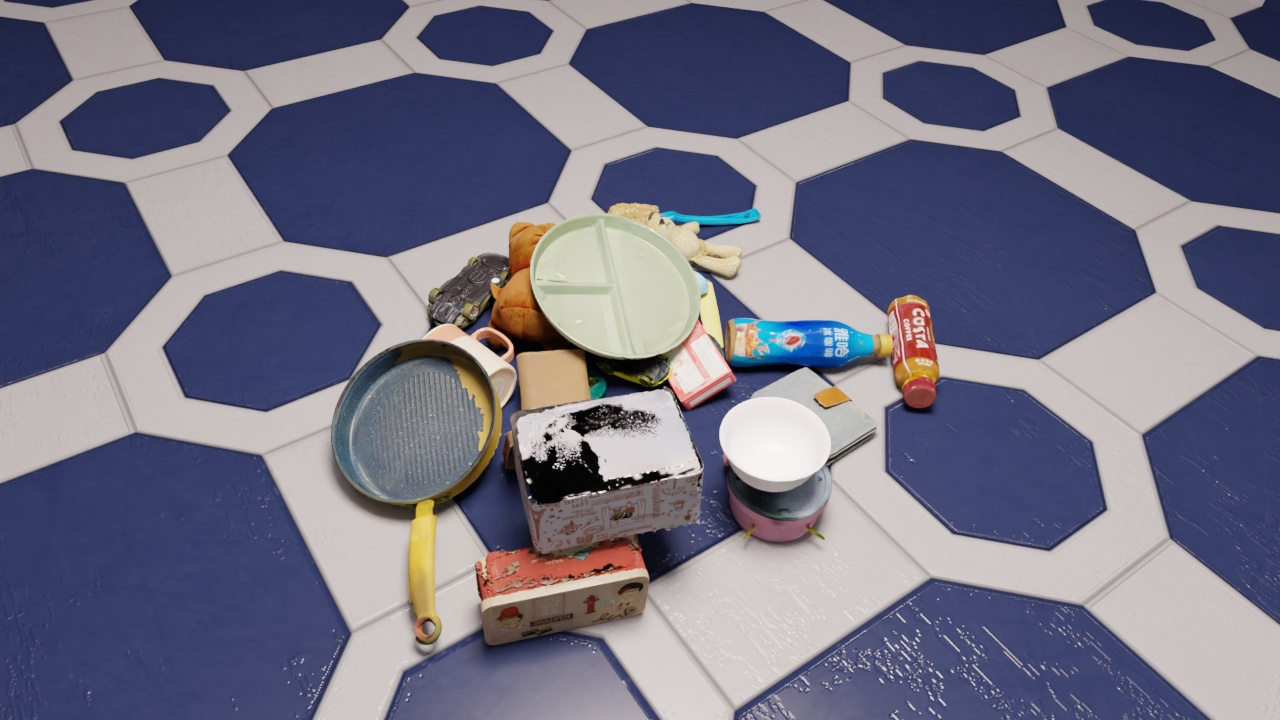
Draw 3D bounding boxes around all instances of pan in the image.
[{"bbox_3d":[-0.241,0.135,1.005,0.198,0.078,0.357,-16,65,5],"label":"pan"}]

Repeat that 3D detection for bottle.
[{"bbox_3d":[0.364,-0.012,1.221,0.057,0.058,0.174,7,45,3],"label":"bottle"},{"bbox_3d":[0.224,-0.022,1.219,0.218,0.065,0.065,2,44,-3],"label":"bottle"}]

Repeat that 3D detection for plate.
[{"bbox_3d":[-0.033,-0.095,1.193,0.230,0.028,0.229,9,57,-15],"label":"plate"}]

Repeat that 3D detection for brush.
[{"bbox_3d":[0.066,-0.219,1.434,0.254,0.046,0.083,-5,41,-14],"label":"brush"}]

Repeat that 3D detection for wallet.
[{"bbox_3d":[0.220,0.064,1.150,0.106,0.037,0.130,-27,52,-27],"label":"wallet"},{"bbox_3d":[-0.105,0.043,1.129,0.090,0.033,0.115,-5,65,-10],"label":"wallet"}]

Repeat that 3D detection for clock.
[{"bbox_3d":[0.154,0.136,1.058,0.117,0.060,0.158,0,46,-2],"label":"clock"}]

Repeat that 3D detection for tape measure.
[{"bbox_3d":[-0.071,0.035,1.170,0.058,0.025,0.054,28,50,22],"label":"tape measure"}]

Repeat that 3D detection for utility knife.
[{"bbox_3d":[0.096,-0.049,1.270,0.031,0.021,0.204,-4,43,-2],"label":"utility knife"}]

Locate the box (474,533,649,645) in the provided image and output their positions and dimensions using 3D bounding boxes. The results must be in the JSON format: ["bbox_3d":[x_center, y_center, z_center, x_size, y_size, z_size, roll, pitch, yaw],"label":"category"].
[{"bbox_3d":[-0.081,0.221,0.933,0.168,0.091,0.076,-9,49,-13],"label":"box"}]

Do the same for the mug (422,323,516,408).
[{"bbox_3d":[-0.209,0.006,1.150,0.106,0.082,0.114,32,54,24],"label":"mug"}]

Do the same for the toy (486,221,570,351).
[{"bbox_3d":[-0.134,-0.105,1.247,0.140,0.131,0.199,8,65,-2],"label":"toy"}]

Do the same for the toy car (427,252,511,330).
[{"bbox_3d":[-0.233,-0.099,1.284,0.070,0.042,0.157,24,49,19],"label":"toy car"}]

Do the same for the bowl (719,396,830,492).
[{"bbox_3d":[0.143,0.104,1.000,0.118,0.065,0.118,0,46,-1],"label":"bowl"}]

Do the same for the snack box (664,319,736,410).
[{"bbox_3d":[0.059,-0.011,1.204,0.075,0.025,0.152,-32,49,3],"label":"snack box"}]

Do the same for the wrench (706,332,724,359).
[{"bbox_3d":[0.044,-0.067,1.282,0.056,0.016,0.273,-26,49,-8],"label":"wrench"}]

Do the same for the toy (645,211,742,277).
[{"bbox_3d":[0.076,-0.170,1.360,0.157,0.066,0.105,21,66,5],"label":"toy"}]

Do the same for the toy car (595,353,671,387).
[{"bbox_3d":[-0.007,0.007,1.190,0.105,0.032,0.048,17,60,30],"label":"toy car"}]

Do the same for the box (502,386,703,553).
[{"bbox_3d":[-0.050,0.097,0.979,0.179,0.134,0.270,-9,13,-12],"label":"box"}]

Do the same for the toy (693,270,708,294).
[{"bbox_3d":[0.009,-0.128,1.283,0.156,0.050,0.161,-12,53,-42],"label":"toy"}]
